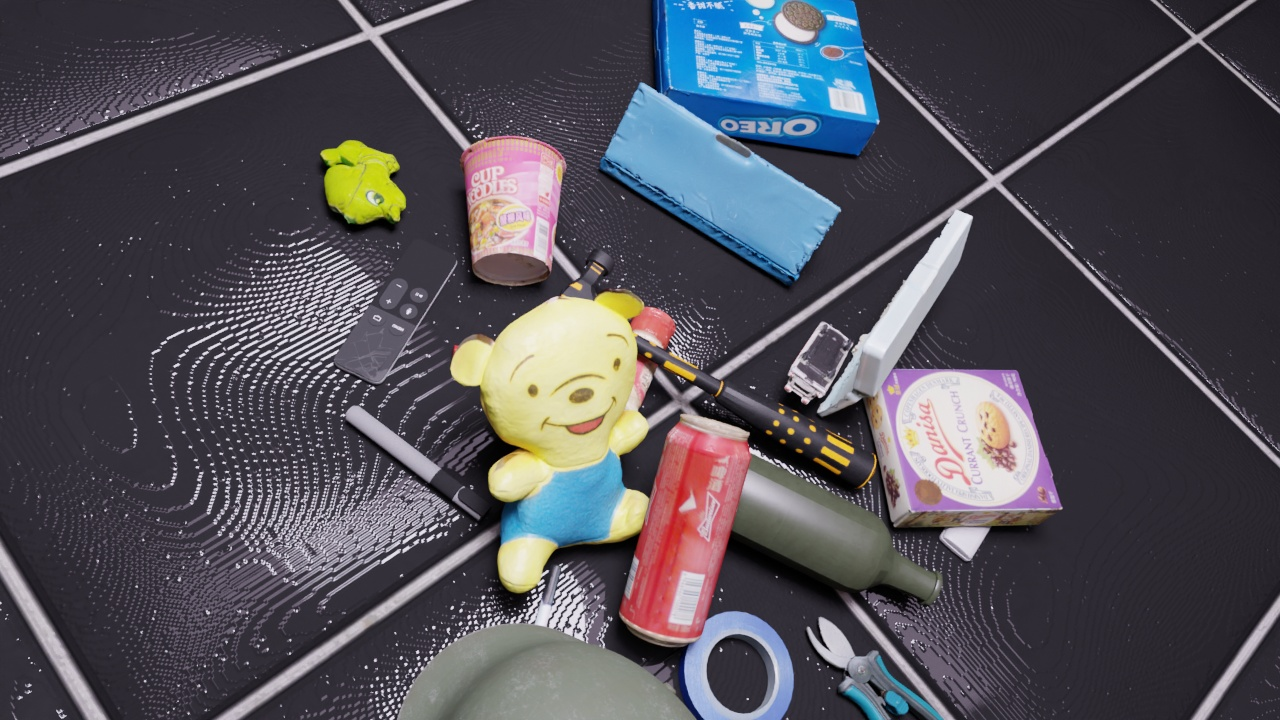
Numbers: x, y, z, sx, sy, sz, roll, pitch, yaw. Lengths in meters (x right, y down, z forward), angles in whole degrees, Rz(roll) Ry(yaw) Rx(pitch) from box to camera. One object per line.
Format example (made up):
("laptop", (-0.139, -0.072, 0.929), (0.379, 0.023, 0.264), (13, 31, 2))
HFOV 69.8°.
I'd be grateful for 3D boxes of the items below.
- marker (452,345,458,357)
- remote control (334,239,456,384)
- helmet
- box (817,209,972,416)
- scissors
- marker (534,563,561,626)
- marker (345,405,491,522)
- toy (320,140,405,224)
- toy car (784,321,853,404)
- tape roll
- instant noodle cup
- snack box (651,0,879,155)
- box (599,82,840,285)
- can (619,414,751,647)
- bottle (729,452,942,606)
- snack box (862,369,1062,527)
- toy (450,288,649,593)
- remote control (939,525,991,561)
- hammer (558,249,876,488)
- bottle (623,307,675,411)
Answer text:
("marker", (-0.094, -0.003, 0.812), (0.142, 0.013, 0.012), (3, 62, -13))
("remote control", (-0.212, -0.045, 0.804), (0.045, 0.008, 0.146), (25, 60, -1))
("helmet", (-0.040, 0.283, 0.595), (0.268, 0.154, 0.226), (42, 61, 9))
("box", (0.238, -0.039, 0.846), (0.049, 0.137, 0.196), (37, 60, 8))
("scissors", (0.199, 0.275, 0.742), (0.153, 0.019, 0.127), (10, 59, -8))
("marker", (-0.083, 0.227, 0.696), (0.011, 0.011, 0.151), (17, 60, -6))
("marker", (-0.180, 0.083, 0.742), (0.140, 0.016, 0.016), (36, 60, 5))
("toy", (-0.254, -0.164, 0.840), (0.094, 0.036, 0.093), (24, 53, -1))
("toy car", (0.166, 0.002, 0.859), (0.039, 0.039, 0.112), (37, 33, 6))
("tape roll", (0.075, 0.248, 0.724), (0.091, 0.016, 0.093), (-31, 75, -26))
("instant noodle cup", (-0.116, -0.130, 0.831), (0.097, 0.098, 0.108), (3, 70, -13))
("snack box", (0.132, -0.333, 1.015), (0.238, 0.056, 0.195), (5, 59, -12))
("box", (0.084, -0.183, 0.901), (0.231, 0.102, 0.094), (33, 61, 4))
("can", (0.035, 0.130, 0.704), (0.067, 0.067, 0.170), (14, 94, -8))
("bottle", (0.152, 0.146, 0.766), (0.207, 0.072, 0.071), (26, 60, -1))
("snack box", (0.292, 0.079, 0.845), (0.148, 0.041, 0.143), (0, 59, -10))
("toy", (-0.062, 0.053, 0.704), (0.148, 0.084, 0.214), (-17, 111, -31))
("remote control", (0.322, 0.129, 0.853), (0.033, 0.012, 0.130), (41, 60, 8))
("hammer", (0.067, 0.028, 0.796), (0.320, 0.036, 0.123), (30, 61, -9))
("bottle", (-0.005, 0.005, 0.814), (0.044, 0.044, 0.108), (24, 60, -2))
